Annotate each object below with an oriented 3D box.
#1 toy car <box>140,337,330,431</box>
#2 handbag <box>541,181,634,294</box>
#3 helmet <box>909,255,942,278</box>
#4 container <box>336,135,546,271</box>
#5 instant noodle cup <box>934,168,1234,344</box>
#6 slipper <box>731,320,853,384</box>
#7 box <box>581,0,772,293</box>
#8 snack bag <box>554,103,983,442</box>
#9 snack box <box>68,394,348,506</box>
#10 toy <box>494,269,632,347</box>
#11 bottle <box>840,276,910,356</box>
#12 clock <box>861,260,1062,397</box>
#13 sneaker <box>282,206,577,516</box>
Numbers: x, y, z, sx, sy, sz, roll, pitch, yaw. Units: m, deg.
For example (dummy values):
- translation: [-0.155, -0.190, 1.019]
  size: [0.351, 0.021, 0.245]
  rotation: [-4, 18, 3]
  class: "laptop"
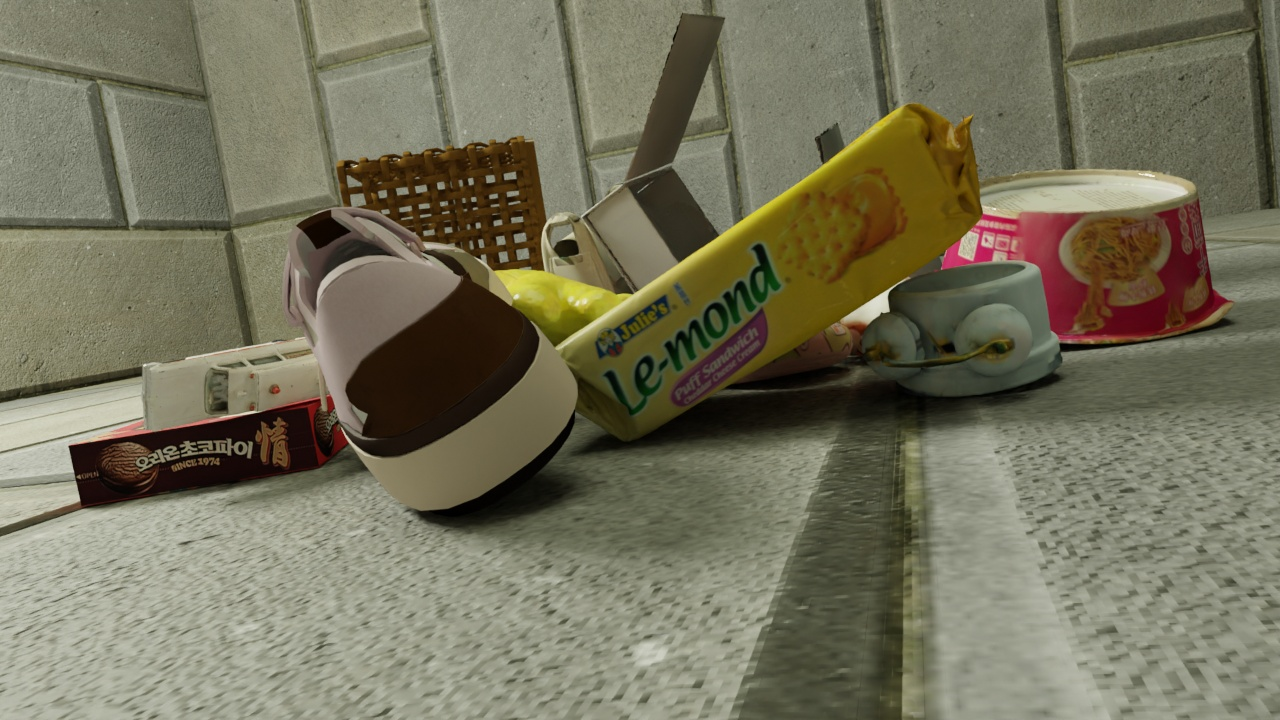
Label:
- translation: [-0.224, 0.013, 0.528]
  size: [0.039, 0.039, 0.112]
  rotation: [20, 21, 31]
  class: "toy car"
- translation: [-0.046, -0.088, 1.006]
  size: [0.132, 0.184, 0.228]
  rotation: [-11, 17, 19]
  class: "handbag"
- translation: [0.199, -0.090, 0.857]
  size: [0.184, 0.117, 0.270]
  rotation: [-5, 3, 34]
  class: "helmet"
- translation: [-0.217, -0.118, 1.115]
  size: [0.214, 0.251, 0.219]
  rotation: [-9, 6, -6]
  class: "container"
- translation: [0.280, -0.076, 0.598]
  size: [0.178, 0.078, 0.178]
  rotation: [-6, 20, 2]
  class: "instant noodle cup"
- translation: [0.068, -0.028, 0.651]
  size: [0.093, 0.081, 0.197]
  rotation: [-12, 4, -21]
  class: "slipper"
- translation: [0.055, -0.192, 0.908]
  size: [0.165, 0.331, 0.166]
  rotation: [19, 23, 12]
  class: "box"
- translation: [0.073, -0.042, 0.488]
  size: [0.248, 0.068, 0.159]
  rotation: [-33, -4, 16]
  class: "snack bag"
- translation: [-0.262, 0.049, 0.598]
  size: [0.132, 0.036, 0.152]
  rotation: [-9, 6, -5]
  class: "snack box"
- translation: [-0.077, -0.022, 0.646]
  size: [0.133, 0.092, 0.208]
  rotation: [2, -13, -22]
  class: "toy"
- translation: [0.163, -0.032, 0.619]
  size: [0.063, 0.063, 0.109]
  rotation: [-10, 6, -14]
  class: "bottle"
- translation: [0.161, -0.012, 0.461]
  size: [0.083, 0.057, 0.117]
  rotation: [-4, 14, 37]
  class: "clock"
- translation: [-0.129, -0.031, 0.453]
  size: [0.111, 0.116, 0.294]
  rotation: [-34, 24, -6]
  class: "sneaker"
